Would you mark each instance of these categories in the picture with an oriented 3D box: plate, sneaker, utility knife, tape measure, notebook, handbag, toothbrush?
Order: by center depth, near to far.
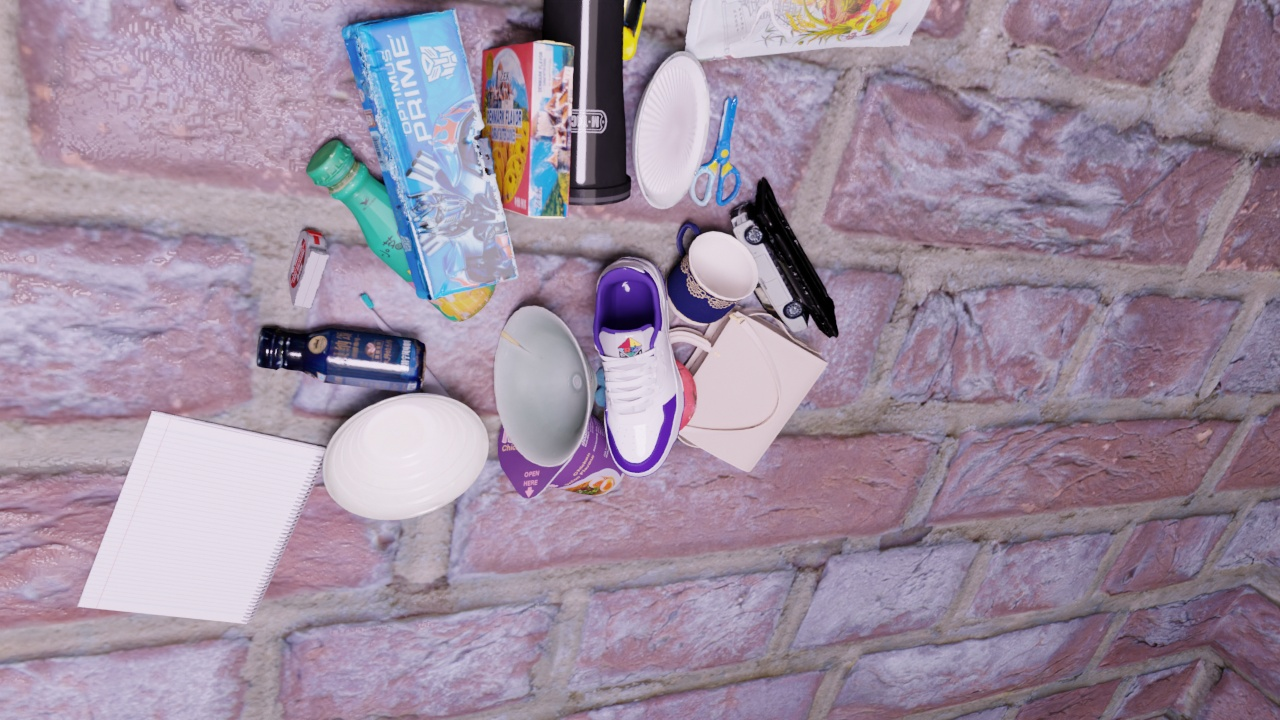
[{"bbox_3d":[-0.312,-0.089,0.863,0.020,0.062,0.060,11,118,-33],"label":"tape measure"},{"bbox_3d":[0.001,-0.383,0.875,0.028,0.020,0.188,0,118,-30],"label":"utility knife"},{"bbox_3d":[0.031,-0.234,0.938,0.156,0.014,0.157,-41,140,-48],"label":"plate"},{"bbox_3d":[-0.463,0.176,0.979,0.177,0.013,0.246,18,109,-33],"label":"notebook"},{"bbox_3d":[-0.245,0.000,0.980,0.019,0.018,0.188,-28,129,1],"label":"toothbrush"},{"bbox_3d":[-0.006,0.005,0.984,0.092,0.111,0.244,-4,89,8],"label":"sneaker"},{"bbox_3d":[0.099,0.018,1.138,0.197,0.101,0.195,27,104,-25],"label":"handbag"}]

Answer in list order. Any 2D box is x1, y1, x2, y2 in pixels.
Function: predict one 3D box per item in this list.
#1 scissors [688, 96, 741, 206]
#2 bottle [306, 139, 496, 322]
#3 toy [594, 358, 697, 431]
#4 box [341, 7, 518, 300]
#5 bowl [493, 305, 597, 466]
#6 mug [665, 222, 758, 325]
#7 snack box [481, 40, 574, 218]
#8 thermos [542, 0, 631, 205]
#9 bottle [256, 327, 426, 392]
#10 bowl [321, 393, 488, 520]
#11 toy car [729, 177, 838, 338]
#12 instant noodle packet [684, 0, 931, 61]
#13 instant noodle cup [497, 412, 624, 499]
[{"bbox_3d":[0.095,-0.232,1.023,0.070,0.022,0.131,0,116,-27],"label":"scissors"},{"bbox_3d":[-0.228,-0.123,0.881,0.068,0.068,0.209,-42,129,1],"label":"bottle"},{"bbox_3d":[0.005,0.037,1.076,0.062,0.133,0.092,16,82,-69],"label":"toy"},{"bbox_3d":[-0.175,-0.180,0.813,0.091,0.085,0.243,-29,116,-40],"label":"box"},{"bbox_3d":[-0.085,0.024,0.989,0.067,0.174,0.174,-6,122,-41],"label":"bowl"},{"bbox_3d":[0.068,-0.098,1.048,0.085,0.112,0.089,-23,167,-33],"label":"mug"},{"bbox_3d":[-0.105,-0.208,0.827,0.040,0.143,0.145,-4,106,-26],"label":"snack box"},{"bbox_3d":[-0.057,-0.256,0.875,0.105,0.106,0.219,-8,117,-24],"label":"thermos"},{"bbox_3d":[-0.296,-0.003,0.916,0.160,0.056,0.056,7,116,-17],"label":"bottle"},{"bbox_3d":[-0.258,0.091,0.998,0.176,0.057,0.177,-14,131,-17],"label":"bowl"},{"bbox_3d":[0.161,-0.108,1.081,0.071,0.094,0.192,-24,120,20],"label":"toy car"},{"bbox_3d":[0.177,-0.388,0.946,0.268,0.057,0.147,-9,122,-17],"label":"instant noodle packet"},{"bbox_3d":[-0.082,0.111,1.077,0.122,0.136,0.122,-10,153,33],"label":"instant noodle cup"}]
